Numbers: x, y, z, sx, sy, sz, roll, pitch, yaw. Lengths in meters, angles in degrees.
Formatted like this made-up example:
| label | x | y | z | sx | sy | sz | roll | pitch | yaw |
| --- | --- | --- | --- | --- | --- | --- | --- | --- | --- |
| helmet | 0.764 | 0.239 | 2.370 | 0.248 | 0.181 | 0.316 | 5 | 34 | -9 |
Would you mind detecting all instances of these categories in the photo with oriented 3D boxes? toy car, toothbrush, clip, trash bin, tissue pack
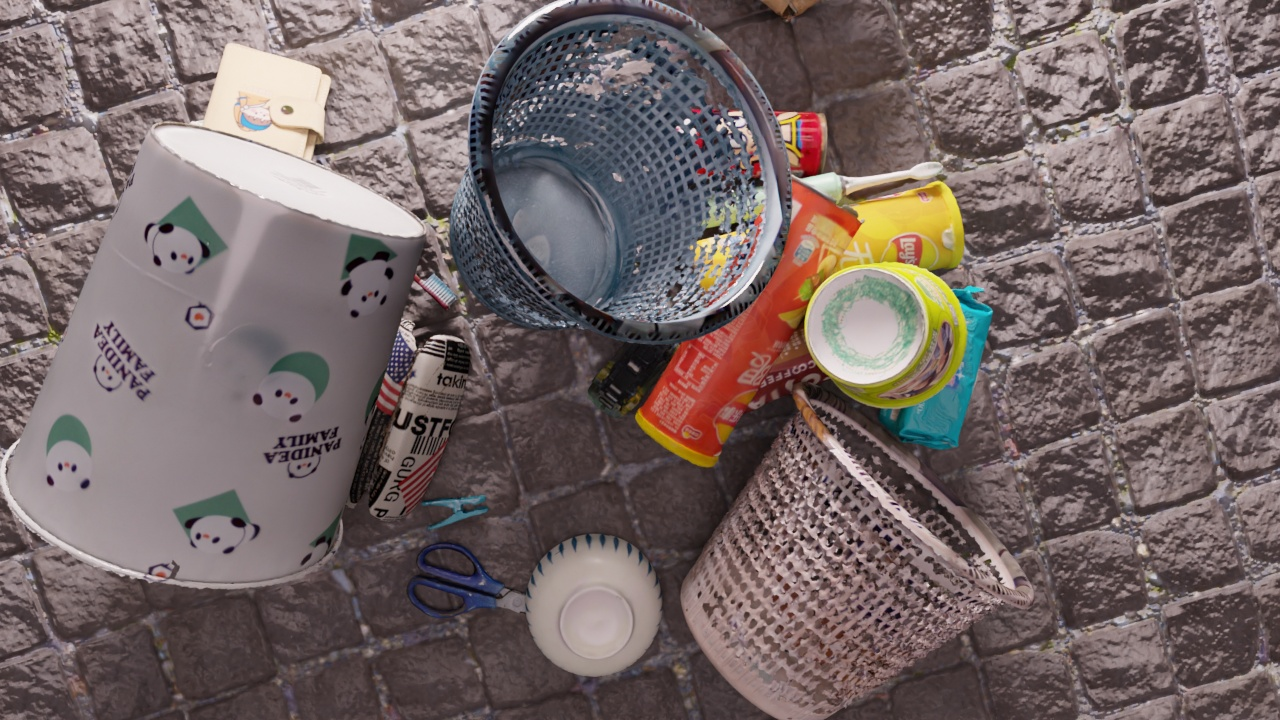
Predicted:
| label | x | y | z | sx | sy | sz | roll | pitch | yaw |
| --- | --- | --- | --- | --- | --- | --- | --- | --- | --- |
| toy car | -0.005 | 0.004 | 0.762 | 0.043 | 0.036 | 0.091 | 41 | 93 | -2 |
| toothbrush | -0.224 | -0.111 | 0.762 | 0.187 | 0.016 | 0.017 | 44 | 83 | -4 |
| clip | -0.157 | 0.126 | 0.780 | 0.056 | 0.014 | 0.039 | -13 | 95 | -1 |
| toothbrush | 0.126 | -0.133 | 0.735 | 0.225 | 0.027 | 0.026 | -9 | 89 | 14 |
| trash bin | -0.280 | -0.011 | 0.640 | 0.229 | 0.229 | 0.252 | 24 | 103 | -3 |
| trash bin | -0.039 | -0.111 | 0.656 | 0.226 | 0.195 | 0.226 | 4 | 81 | -27 |
| tissue pack | 0.237 | 0.004 | 0.738 | 0.050 | 0.093 | 0.133 | 14 | 94 | 2 |
| trash bin | 0.144 | 0.160 | 0.701 | 0.227 | 0.227 | 0.192 | 39 | 105 | -3 |

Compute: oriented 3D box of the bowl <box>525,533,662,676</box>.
| label | x | y | z | sx | sy | sz | roll | pitch | yaw |
| --- | --- | --- | --- | --- | --- | --- | --- | --- | --- |
| bowl | -0.037 | 0.206 | 0.756 | 0.116 | 0.066 | 0.116 | 0 | 91 | -5 |

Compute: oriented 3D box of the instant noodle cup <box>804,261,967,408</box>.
| label | x | y | z | sx | sy | sz | roll | pitch | yaw |
| --- | --- | --- | --- | --- | --- | --- | --- | --- | --- |
| instant noodle cup | 0.168 | -0.021 | 0.646 | 0.112 | 0.123 | 0.111 | -1 | 88 | 23 |

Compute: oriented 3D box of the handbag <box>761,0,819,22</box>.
| label | x | y | z | sx | sy | sz | roll | pitch | yaw |
| --- | --- | --- | --- | --- | --- | --- | --- | --- | --- |
| handbag | 0.099 | -0.372 | 0.711 | 0.204 | 0.099 | 0.148 | 40 | 100 | -3 |

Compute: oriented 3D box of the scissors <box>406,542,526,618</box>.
| label | x | y | z | sx | sy | sz | roll | pitch | yaw |
| --- | --- | --- | --- | --- | --- | --- | --- | --- | --- |
| scissors | -0.118 | 0.216 | 0.789 | 0.175 | 0.012 | 0.108 | 42 | 91 | -5 |

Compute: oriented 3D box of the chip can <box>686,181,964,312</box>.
| label | x | y | z | sx | sy | sz | roll | pitch | yaw |
| --- | --- | --- | --- | --- | --- | --- | --- | --- | --- |
| chip can | 0.145 | -0.086 | 0.742 | 0.213 | 0.072 | 0.072 | -13 | 94 | 1 |

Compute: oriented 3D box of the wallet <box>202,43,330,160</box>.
| label | x | y | z | sx | sy | sz | roll | pitch | yaw |
| --- | --- | --- | --- | --- | --- | --- | --- | --- | --- |
| wallet | -0.293 | -0.193 | 0.721 | 0.087 | 0.024 | 0.115 | 11 | 60 | -19 |

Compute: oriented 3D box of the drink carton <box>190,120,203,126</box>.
| label | x | y | z | sx | sy | sz | roll | pitch | yaw |
| --- | --- | --- | --- | --- | --- | --- | --- | --- | --- |
| drink carton | -0.311 | -0.137 | 0.737 | 0.122 | 0.045 | 0.054 | 37 | 112 | -2 |

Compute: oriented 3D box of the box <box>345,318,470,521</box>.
| label | x | y | z | sx | sy | sz | roll | pitch | yaw |
| --- | --- | --- | --- | --- | --- | --- | --- | --- | --- |
| box | -0.207 | 0.046 | 0.758 | 0.088 | 0.076 | 0.163 | 24 | 97 | 22 |

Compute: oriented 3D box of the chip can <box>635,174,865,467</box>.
| label | x | y | z | sx | sy | sz | roll | pitch | yaw |
| --- | --- | --- | --- | --- | --- | --- | --- | --- | --- |
| chip can | 0.078 | -0.029 | 0.679 | 0.073 | 0.073 | 0.217 | 29 | 101 | -3 |

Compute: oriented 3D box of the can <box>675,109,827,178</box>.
| label | x | y | z | sx | sy | sz | roll | pitch | yaw |
| --- | --- | --- | --- | --- | --- | --- | --- | --- | --- |
| can | 0.080 | -0.175 | 0.742 | 0.133 | 0.053 | 0.053 | 1 | 94 | -1 |

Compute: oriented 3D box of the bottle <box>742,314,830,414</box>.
| label | x | y | z | sx | sy | sz | roll | pitch | yaw |
| --- | --- | --- | --- | --- | --- | --- | --- | --- | --- |
| bottle | 0.101 | 0.007 | 0.754 | 0.175 | 0.057 | 0.057 | -22 | 94 | 1 |
